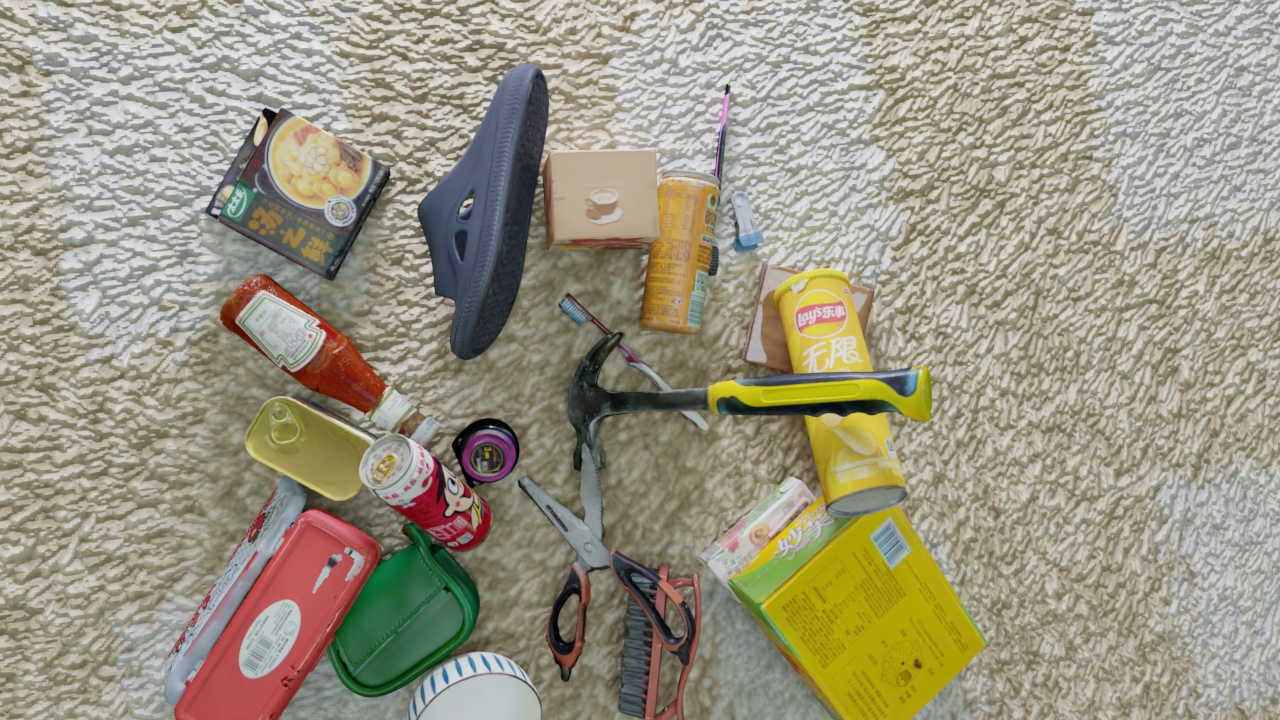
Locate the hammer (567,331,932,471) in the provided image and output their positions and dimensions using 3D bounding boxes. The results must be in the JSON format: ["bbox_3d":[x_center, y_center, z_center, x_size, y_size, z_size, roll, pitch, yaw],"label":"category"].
[{"bbox_3d":[0.080,0.029,0.784,0.324,0.031,0.126,-4,89,27],"label":"hammer"}]

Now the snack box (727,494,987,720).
[{"bbox_3d":[0.203,0.234,0.849,0.157,0.070,0.210,-40,110,-10],"label":"snack box"}]

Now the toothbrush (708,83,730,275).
[{"bbox_3d":[0.076,-0.173,0.882,0.017,0.014,0.189,8,88,-19],"label":"toothbrush"}]

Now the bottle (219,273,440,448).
[{"bbox_3d":[-0.266,0.007,0.802,0.206,0.060,0.059,39,84,-8],"label":"bottle"}]

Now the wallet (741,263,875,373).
[{"bbox_3d":[0.164,-0.034,0.894,0.115,0.020,0.101,13,86,-6],"label":"wallet"}]

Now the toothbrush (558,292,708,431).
[{"bbox_3d":[-0.005,0.005,0.867,0.187,0.016,0.017,43,91,-7],"label":"toothbrush"}]

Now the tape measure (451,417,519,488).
[{"bbox_3d":[-0.139,0.081,0.833,0.058,0.039,0.057,-23,103,-3],"label":"tape measure"}]

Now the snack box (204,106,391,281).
[{"bbox_3d":[-0.302,-0.148,0.804,0.125,0.053,0.113,28,86,-13],"label":"snack box"}]

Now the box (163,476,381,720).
[{"bbox_3d":[-0.318,0.205,0.761,0.154,0.074,0.201,28,83,29],"label":"box"}]

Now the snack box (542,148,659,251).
[{"bbox_3d":[-0.037,-0.141,0.821,0.092,0.094,0.077,-3,91,-10],"label":"snack box"}]

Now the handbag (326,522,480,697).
[{"bbox_3d":[-0.214,0.220,0.811,0.131,0.068,0.120,-33,86,-6],"label":"handbag"}]

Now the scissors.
[{"bbox_3d":[-0.035,0.187,0.823,0.189,0.015,0.225,8,94,23],"label":"scissors"}]

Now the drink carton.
[{"bbox_3d":[0.120,0.169,0.872,0.122,0.045,0.053,-40,96,-8],"label":"drink carton"}]

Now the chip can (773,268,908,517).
[{"bbox_3d":[0.174,0.026,0.807,0.072,0.072,0.213,-5,64,-10],"label":"chip can"}]

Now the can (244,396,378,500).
[{"bbox_3d":[-0.275,0.073,0.788,0.102,0.083,0.057,30,85,-8],"label":"can"}]

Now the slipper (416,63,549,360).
[{"bbox_3d":[-0.143,-0.133,0.809,0.083,0.110,0.268,11,83,7],"label":"slipper"}]

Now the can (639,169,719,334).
[{"bbox_3d":[0.037,-0.099,0.852,0.058,0.058,0.146,9,89,-9],"label":"can"}]

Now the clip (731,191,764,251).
[{"bbox_3d":[0.100,-0.135,0.882,0.027,0.043,0.058,-10,84,-7],"label":"clip"}]

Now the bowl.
[{"bbox_3d":[-0.151,0.305,0.809,0.116,0.066,0.116,-9,113,-21],"label":"bowl"}]

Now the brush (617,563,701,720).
[{"bbox_3d":[0.019,0.265,0.846,0.069,0.063,0.146,6,90,4],"label":"brush"}]

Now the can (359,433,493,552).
[{"bbox_3d":[-0.179,0.114,0.777,0.053,0.133,0.053,-12,54,17],"label":"can"}]
